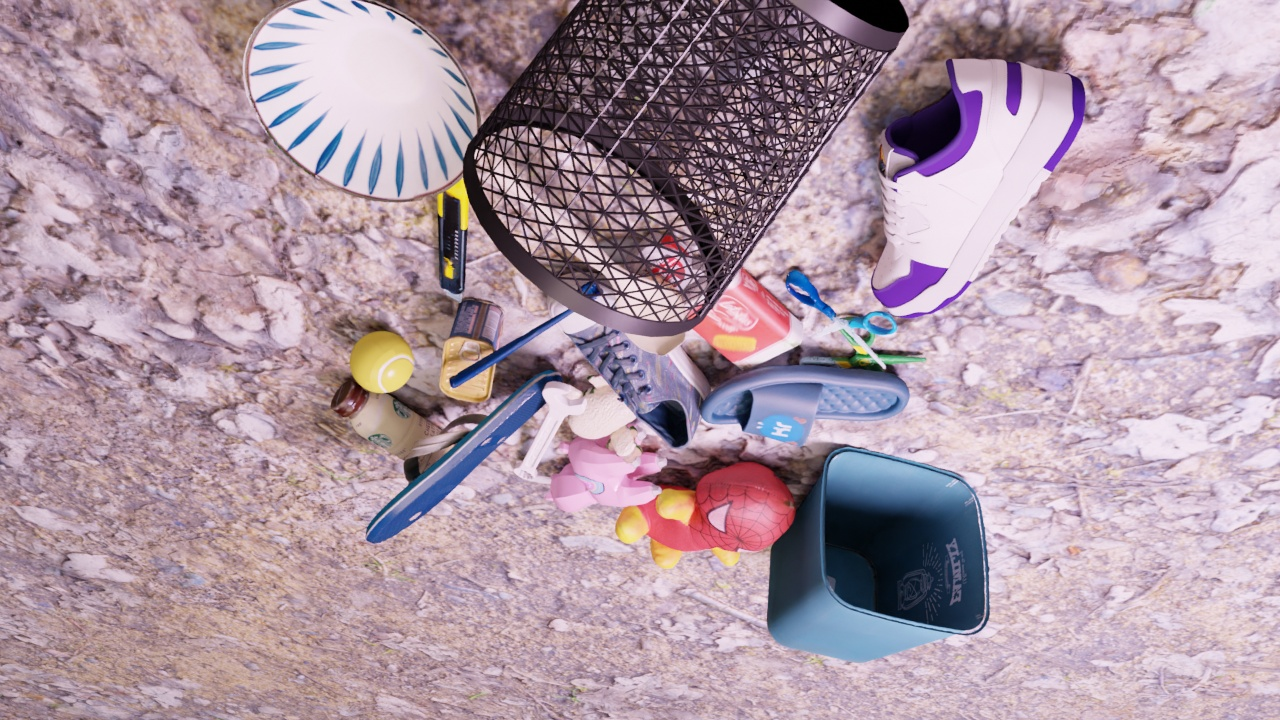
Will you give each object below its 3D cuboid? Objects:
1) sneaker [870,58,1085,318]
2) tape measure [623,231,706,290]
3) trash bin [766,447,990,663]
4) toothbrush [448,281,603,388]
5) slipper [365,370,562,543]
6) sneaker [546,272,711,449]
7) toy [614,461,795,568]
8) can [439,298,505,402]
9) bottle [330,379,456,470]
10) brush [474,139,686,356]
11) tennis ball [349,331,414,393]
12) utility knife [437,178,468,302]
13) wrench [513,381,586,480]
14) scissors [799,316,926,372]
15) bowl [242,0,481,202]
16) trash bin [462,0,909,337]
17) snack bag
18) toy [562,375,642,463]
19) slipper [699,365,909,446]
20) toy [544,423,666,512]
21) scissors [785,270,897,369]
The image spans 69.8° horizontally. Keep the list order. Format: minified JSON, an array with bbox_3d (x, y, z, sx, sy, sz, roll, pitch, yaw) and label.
[{"bbox_3d":[0.225,-0.131,0.719,0.111,0.091,0.245,18,137,-7],"label":"sneaker"},{"bbox_3d":[0.020,-0.088,0.849,0.062,0.020,0.060,34,133,-27],"label":"tape measure"},{"bbox_3d":[0.261,0.247,1.085,0.199,0.196,0.219,15,146,-8],"label":"trash bin"},{"bbox_3d":[-0.113,-0.023,0.871,0.190,0.016,0.017,-31,102,24],"label":"toothbrush"},{"bbox_3d":[-0.208,0.097,1.002,0.295,0.118,0.060,-41,85,11],"label":"slipper"},{"bbox_3d":[-0.006,0.005,0.917,0.088,0.079,0.235,-22,132,30],"label":"sneaker"},{"bbox_3d":[0.084,0.183,1.096,0.217,0.098,0.147,-19,143,30],"label":"toy"},{"bbox_3d":[-0.171,-0.010,0.941,0.054,0.058,0.100,13,140,-7],"label":"can"},{"bbox_3d":[-0.281,0.081,1.066,0.057,0.056,0.162,-27,129,33],"label":"bottle"},{"bbox_3d":[-0.046,-0.092,0.769,0.062,0.077,0.272,-44,130,6],"label":"brush"},{"bbox_3d":[-0.272,0.002,0.965,0.065,0.065,0.065,4,140,4],"label":"tennis ball"},{"bbox_3d":[-0.174,-0.114,0.852,0.029,0.020,0.175,11,140,-2],"label":"utility knife"},{"bbox_3d":[-0.109,0.087,1.036,0.047,0.009,0.274,25,150,-5],"label":"wrench"},{"bbox_3d":[0.219,0.000,0.927,0.128,0.011,0.125,-20,133,32],"label":"scissors"},{"bbox_3d":[-0.202,-0.211,0.702,0.177,0.070,0.178,5,139,4],"label":"bowl"},{"bbox_3d":[0.032,-0.176,0.615,0.217,0.216,0.244,26,130,-20],"label":"trash bin"},{"bbox_3d":[0.092,-0.042,0.880,0.077,0.036,0.116,-28,128,35],"label":"snack bag"},{"bbox_3d":[-0.039,0.058,1.000,0.087,0.050,0.112,-32,112,26],"label":"toy"},{"bbox_3d":[0.168,0.046,0.931,0.214,0.059,0.104,-2,148,0],"label":"slipper"},{"bbox_3d":[-0.052,0.131,1.083,0.158,0.067,0.123,-11,135,27],"label":"toy"},{"bbox_3d":[0.185,-0.039,0.847,0.133,0.014,0.127,41,164,-3],"label":"scissors"}]
